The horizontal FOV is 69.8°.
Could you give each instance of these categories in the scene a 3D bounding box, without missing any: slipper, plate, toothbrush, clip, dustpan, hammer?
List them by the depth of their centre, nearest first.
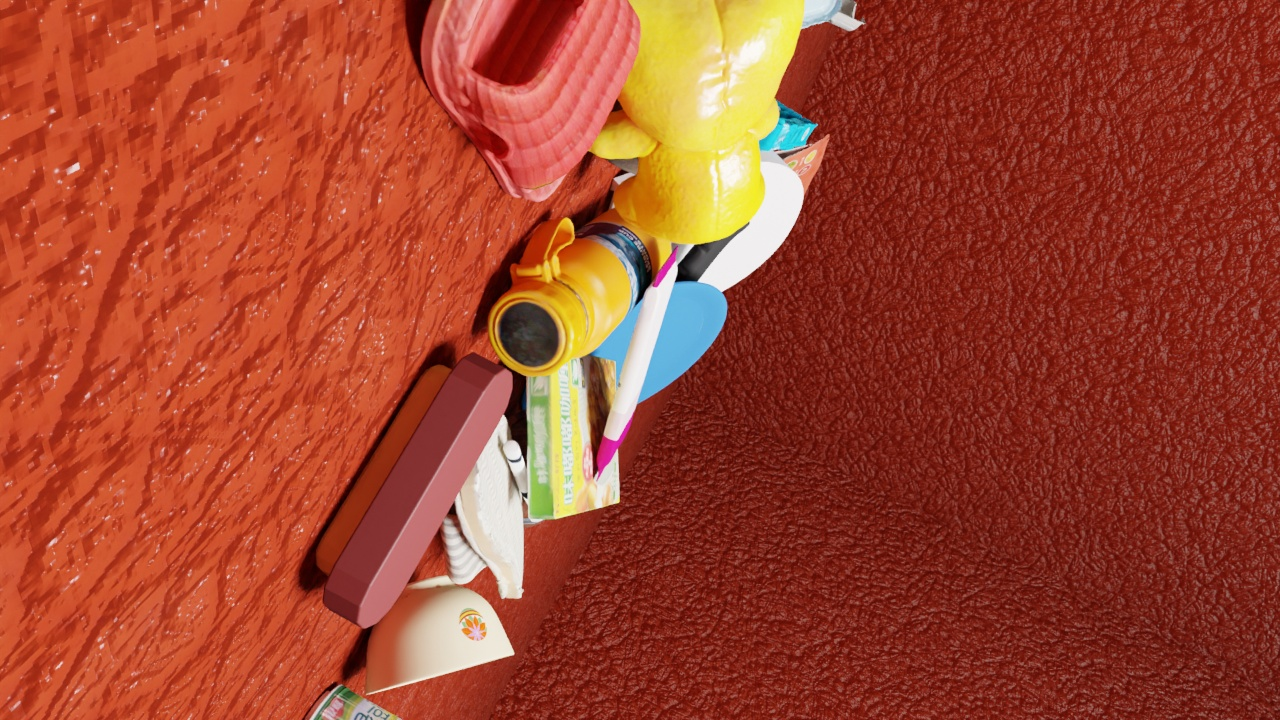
[{"bbox_3d":[-0.039,-0.132,0.437,0.103,0.059,0.249,-62,176,-5],"label":"slipper"},{"bbox_3d":[-0.123,0.121,0.728,0.273,0.054,0.114,88,5,-62],"label":"slipper"},{"bbox_3d":[-0.094,0.099,0.742,0.187,0.012,0.017,90,-17,-65],"label":"toothbrush"},{"bbox_3d":[0.153,-0.362,0.876,0.152,0.126,0.105,-154,-99,-72],"label":"clip"},{"bbox_3d":[-0.018,-0.009,0.899,0.224,0.024,0.225,-25,155,-13],"label":"plate"},{"bbox_3d":[0.047,-0.136,0.924,0.257,0.053,0.192,-17,146,-32],"label":"dustpan"},{"bbox_3d":[0.008,-0.036,0.943,0.126,0.029,0.325,-11,150,-41],"label":"hammer"}]

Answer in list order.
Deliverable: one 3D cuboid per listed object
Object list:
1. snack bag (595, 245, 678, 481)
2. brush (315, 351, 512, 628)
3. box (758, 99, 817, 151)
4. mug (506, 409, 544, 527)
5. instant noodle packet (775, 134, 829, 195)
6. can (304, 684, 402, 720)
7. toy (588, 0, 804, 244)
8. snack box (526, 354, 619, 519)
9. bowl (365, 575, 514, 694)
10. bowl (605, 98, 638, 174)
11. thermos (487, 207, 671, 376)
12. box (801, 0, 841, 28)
[{"bbox_3d":[-0.004,0.004,0.747,0.070,0.016,0.197,-61,169,-61],"label":"snack bag"},{"bbox_3d":[-0.138,0.073,0.555,0.173,0.042,0.082,-62,174,-16],"label":"brush"},{"bbox_3d":[0.102,-0.277,0.906,0.087,0.168,0.226,-22,-174,23],"label":"box"},{"bbox_3d":[-0.088,0.101,0.873,0.117,0.081,0.111,-19,155,-27],"label":"mug"},{"bbox_3d":[0.126,-0.179,1.105,0.220,0.084,0.165,-27,158,-21],"label":"instant noodle packet"},{"bbox_3d":[-0.196,0.302,0.690,0.067,0.121,0.067,-62,174,-11],"label":"can"},{"bbox_3d":[0.032,-0.154,0.582,0.194,0.134,0.087,92,-16,-56],"label":"toy"},{"bbox_3d":[-0.053,0.059,0.768,0.168,0.027,0.132,14,74,-74],"label":"snack box"},{"bbox_3d":[-0.168,0.216,0.740,0.118,0.118,0.074,99,-23,-73],"label":"bowl"},{"bbox_3d":[0.038,-0.213,0.703,0.162,0.070,0.162,-62,175,-11],"label":"bowl"},{"bbox_3d":[-0.045,-0.063,0.686,0.076,0.091,0.232,-34,-172,25],"label":"thermos"},{"bbox_3d":[0.128,-0.354,0.735,0.151,0.041,0.215,-34,149,-28],"label":"box"}]
